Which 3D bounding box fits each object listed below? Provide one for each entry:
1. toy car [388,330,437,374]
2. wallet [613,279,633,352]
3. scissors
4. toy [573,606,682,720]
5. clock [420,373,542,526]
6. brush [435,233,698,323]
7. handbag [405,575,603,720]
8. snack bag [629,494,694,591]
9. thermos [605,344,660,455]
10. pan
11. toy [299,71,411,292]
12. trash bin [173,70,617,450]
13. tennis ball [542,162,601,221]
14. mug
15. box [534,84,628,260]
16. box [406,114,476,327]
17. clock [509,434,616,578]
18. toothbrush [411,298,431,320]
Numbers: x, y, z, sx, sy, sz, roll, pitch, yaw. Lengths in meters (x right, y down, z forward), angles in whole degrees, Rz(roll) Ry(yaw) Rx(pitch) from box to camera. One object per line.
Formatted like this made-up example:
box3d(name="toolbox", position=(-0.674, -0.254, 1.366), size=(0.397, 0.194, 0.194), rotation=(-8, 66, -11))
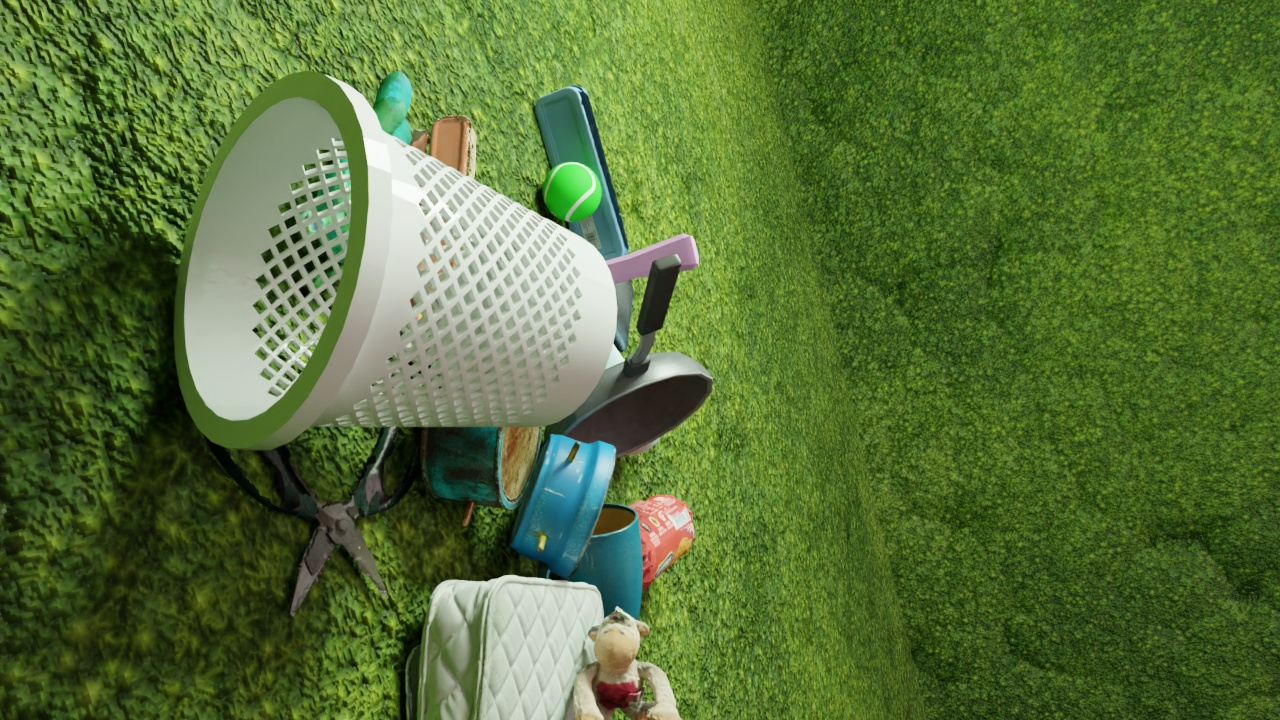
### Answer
box3d(name="toy car", position=(-0.179, -0.004, 0.682), size=(0.092, 0.040, 0.037), rotation=(23, 57, -65))
box3d(name="wallet", position=(-0.035, -0.079, 1.118), size=(0.089, 0.026, 0.114), rotation=(57, 29, -45))
box3d(name="scissors", position=(-0.208, 0.065, 0.609), size=(0.201, 0.015, 0.202), rotation=(-78, 149, -52))
box3d(name="toy", position=(-0.010, 0.247, 0.725), size=(0.074, 0.085, 0.105), rotation=(88, 0, -65))
box3d(name="clock", position=(-0.125, 0.037, 0.712), size=(0.121, 0.073, 0.158), rotation=(-53, 150, -72))
box3d(name="brush", position=(-0.061, -0.062, 0.761), size=(0.043, 0.229, 0.089), rotation=(-16, 92, -77))
box3d(name="handbag", position=(-0.098, 0.238, 0.709), size=(0.194, 0.073, 0.138), rotation=(34, 56, -61))
box3d(name="snack bag", position=(0.004, 0.194, 0.992), size=(0.176, 0.082, 0.082), rotation=(-11, 88, -69))
box3d(name="thermos", position=(-0.043, 0.020, 0.984), size=(0.207, 0.065, 0.078), rotation=(56, 0, -43))
box3d(name="pan", position=(-0.005, 0.005, 0.827), size=(0.041, 0.178, 0.358), rotation=(63, -19, 21))
box3d(name="toy", position=(-0.202, -0.132, 0.664), size=(0.131, 0.072, 0.192), rotation=(108, -9, -49))
box3d(name="trash bin", position=(-0.130, -0.037, 0.541), size=(0.199, 0.196, 0.195), rotation=(13, 64, -48))
box3d(name="tennis ball", position=(-0.076, -0.187, 1.018), size=(0.065, 0.065, 0.065), rotation=(-13, 90, -69))
box3d(name="mug", position=(-0.049, 0.202, 0.860), size=(0.112, 0.085, 0.104), rotation=(-18, 107, -41))
box3d(name="box", position=(-0.064, -0.211, 1.064), size=(0.037, 0.066, 0.209), rotation=(-32, 107, -64))
box3d(name="box", position=(-0.169, -0.110, 0.728), size=(0.048, 0.085, 0.186), rotation=(53, 34, -58))
box3d(name="clock", position=(-0.070, 0.121, 0.784), size=(0.162, 0.060, 0.116), rotation=(143, -33, -74))
box3d(name="toothbrush", position=(-0.181, -0.090, 0.763), size=(0.021, 0.016, 0.135), rotation=(29, 51, -57))
